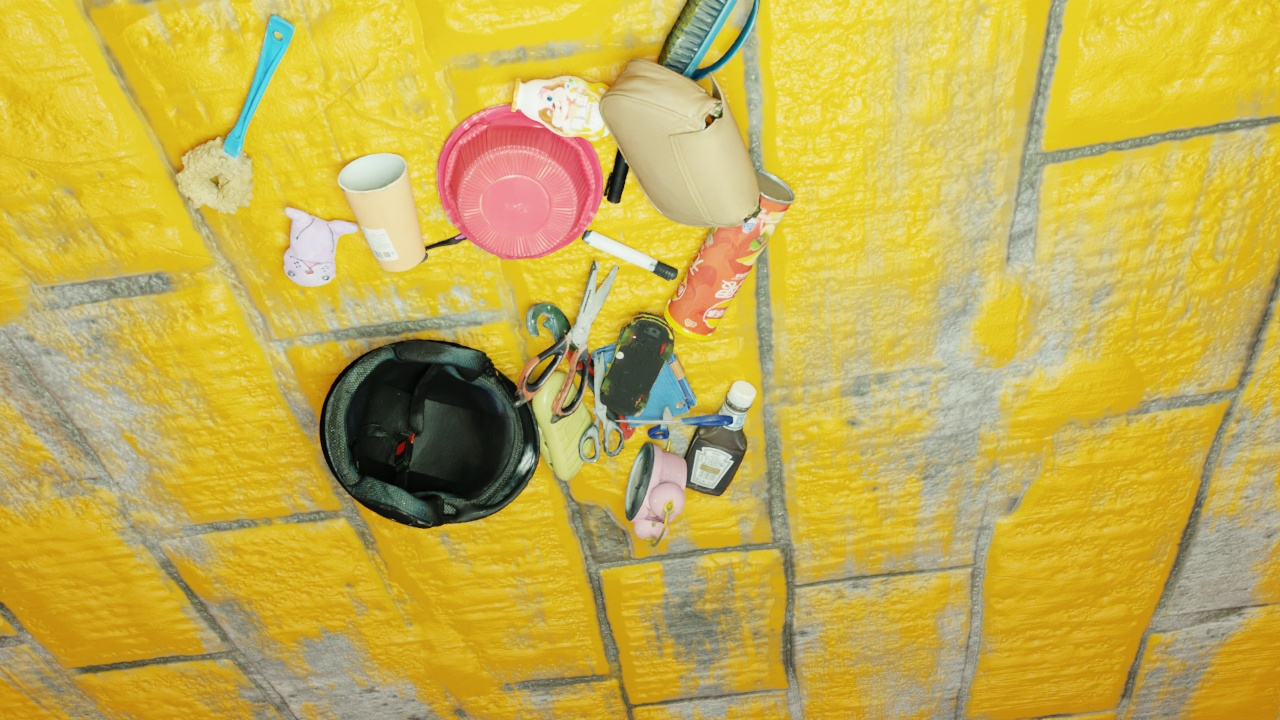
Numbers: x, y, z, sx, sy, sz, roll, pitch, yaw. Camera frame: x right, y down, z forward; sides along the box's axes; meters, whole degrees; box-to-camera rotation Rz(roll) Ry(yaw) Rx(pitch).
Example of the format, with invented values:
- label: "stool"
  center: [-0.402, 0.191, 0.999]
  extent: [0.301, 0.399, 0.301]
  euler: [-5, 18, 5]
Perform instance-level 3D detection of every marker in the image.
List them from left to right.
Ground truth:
- label: "marker"
  center: [-0.019, -0.240, 1.047]
  extent: [0.022, 0.020, 0.132]
  euler: [28, 130, 13]
- label: "marker"
  center: [-0.013, -0.129, 1.139]
  extent: [0.130, 0.018, 0.023]
  euler: [21, 135, -19]

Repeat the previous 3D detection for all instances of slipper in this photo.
- label: "slipper"
  center: [-0.122, 0.084, 1.281]
  extent: [0.082, 0.091, 0.191]
  euler: [19, 143, 28]

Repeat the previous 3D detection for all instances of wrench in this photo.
- label: "wrench"
  center: [-0.073, 0.017, 1.243]
  extent: [0.016, 0.056, 0.273]
  euler: [4, 144, 39]

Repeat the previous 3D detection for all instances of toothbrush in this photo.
- label: "toothbrush"
  center: [-0.206, -0.153, 1.116]
  extent: [0.189, 0.014, 0.018]
  euler: [-20, 144, 13]

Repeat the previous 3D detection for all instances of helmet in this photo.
- label: "helmet"
  center: [-0.275, 0.092, 1.180]
  extent: [0.274, 0.233, 0.231]
  euler: [22, 169, -30]

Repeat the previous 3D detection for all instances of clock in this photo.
- label: "clock"
  center: [0.023, 0.194, 1.318]
  extent: [0.060, 0.158, 0.117]
  euler: [17, 128, -12]

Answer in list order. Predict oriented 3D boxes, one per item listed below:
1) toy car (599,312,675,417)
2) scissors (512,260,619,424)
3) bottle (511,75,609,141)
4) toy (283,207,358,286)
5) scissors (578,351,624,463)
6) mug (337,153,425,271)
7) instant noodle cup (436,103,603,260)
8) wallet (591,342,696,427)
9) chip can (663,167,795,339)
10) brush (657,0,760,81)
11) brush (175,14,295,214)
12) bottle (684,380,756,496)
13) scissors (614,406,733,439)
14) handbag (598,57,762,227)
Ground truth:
- label: "toy car"
  center: [-0.007, 0.007, 1.196]
  extent: [0.071, 0.041, 0.156]
  euler: [20, 124, -4]
- label: "scissors"
  center: [-0.090, -0.019, 1.162]
  extent: [0.215, 0.015, 0.196]
  euler: [-34, 132, -20]
- label: "bottle"
  center: [-0.083, -0.274, 0.986]
  extent: [0.108, 0.063, 0.063]
  euler: [9, 129, -10]
- label: "toy"
  center: [-0.393, -0.133, 1.108]
  extent: [0.083, 0.039, 0.108]
  euler: [11, 128, -22]
- label: "scissors"
  center: [-0.063, 0.069, 1.250]
  extent: [0.136, 0.014, 0.174]
  euler: [-41, 130, 1]
- label: "mug"
  center: [-0.293, -0.167, 1.063]
  extent: [0.078, 0.078, 0.123]
  euler: [-6, 134, 2]
- label: "instant noodle cup"
  center: [-0.138, -0.189, 1.045]
  extent: [0.194, 0.065, 0.194]
  euler: [-2, 125, -3]
- label: "wallet"
  center: [0.007, 0.025, 1.253]
  extent: [0.106, 0.040, 0.133]
  euler: [-18, 122, 17]
- label: "chip can"
  center: [0.105, -0.125, 1.113]
  extent: [0.073, 0.073, 0.217]
  euler: [18, 126, -17]
- label: "brush"
  center: [0.077, -0.346, 0.939]
  extent: [0.073, 0.055, 0.144]
  euler: [22, 125, -18]
- label: "brush"
  center: [-0.435, -0.263, 1.003]
  extent: [0.083, 0.045, 0.255]
  euler: [28, 119, -18]
- label: "bottle"
  center: [0.118, 0.113, 1.328]
  extent: [0.080, 0.043, 0.195]
  euler: [17, 126, -4]
- label: "scissors"
  center: [0.047, 0.085, 1.256]
  extent: [0.162, 0.012, 0.173]
  euler: [-4, 162, 1]
- label: "handbag"
  center: [0.050, -0.228, 0.972]
  extent: [0.148, 0.099, 0.204]
  euler: [25, 163, 32]
